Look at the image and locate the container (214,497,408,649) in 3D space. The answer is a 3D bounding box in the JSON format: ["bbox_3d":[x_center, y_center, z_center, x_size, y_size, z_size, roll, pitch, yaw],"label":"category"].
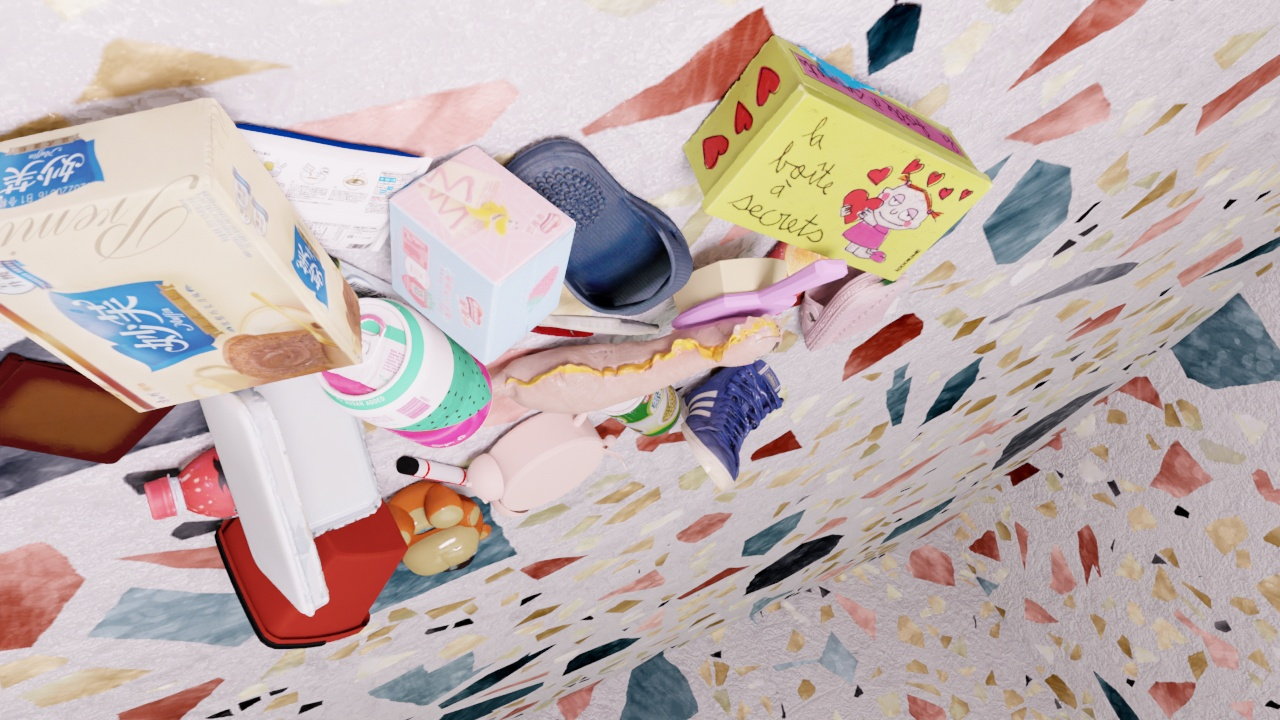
[{"bbox_3d":[-0.324,0.203,0.871,0.201,0.148,0.126,-49,151,20],"label":"container"}]

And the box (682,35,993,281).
[{"bbox_3d":[0.155,-0.151,0.723,0.220,0.082,0.125,12,135,-38],"label":"box"}]

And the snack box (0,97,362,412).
[{"bbox_3d":[-0.267,-0.046,0.524,0.153,0.055,0.208,-13,154,-2],"label":"snack box"}]

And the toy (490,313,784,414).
[{"bbox_3d":[-0.005,0.005,0.843,0.265,0.065,0.195,-14,176,29],"label":"toy"}]

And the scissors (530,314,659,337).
[{"bbox_3d":[-0.076,-0.031,0.790,0.179,0.015,0.196,2,177,10],"label":"scissors"}]

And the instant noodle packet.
[{"bbox_3d":[-0.203,-0.101,0.561,0.134,0.026,0.087,-1,144,-45],"label":"instant noodle packet"}]

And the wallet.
[{"bbox_3d":[-0.398,0.036,0.633,0.092,0.018,0.115,-37,150,19],"label":"wallet"}]

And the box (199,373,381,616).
[{"bbox_3d":[-0.258,0.087,0.689,0.129,0.105,0.211,-25,132,-23],"label":"box"}]

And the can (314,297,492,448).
[{"bbox_3d":[-0.179,0.013,0.708,0.088,0.088,0.166,-30,162,1],"label":"can"}]

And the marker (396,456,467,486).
[{"bbox_3d":[-0.209,0.122,0.988,0.019,0.019,0.145,-35,155,13],"label":"marker"}]

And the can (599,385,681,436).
[{"bbox_3d":[-0.005,0.039,0.986,0.067,0.067,0.121,-33,155,9],"label":"can"}]

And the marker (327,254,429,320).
[{"bbox_3d":[-0.198,-0.055,0.665,0.017,0.017,0.146,-35,155,12],"label":"marker"}]

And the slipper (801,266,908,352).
[{"bbox_3d":[0.230,-0.070,1.032,0.094,0.064,0.239,-22,168,-6],"label":"slipper"}]

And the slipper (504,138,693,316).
[{"bbox_3d":[-0.022,-0.079,0.729,0.101,0.082,0.263,-32,155,12],"label":"slipper"}]

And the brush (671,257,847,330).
[{"bbox_3d":[0.104,-0.068,0.814,0.089,0.043,0.229,-3,172,-24],"label":"brush"}]

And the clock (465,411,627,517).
[{"bbox_3d":[-0.103,0.120,1.019,0.160,0.086,0.131,-26,155,-1],"label":"clock"}]

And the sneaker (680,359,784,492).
[{"bbox_3d":[0.115,0.063,1.046,0.118,0.091,0.233,-35,-172,5],"label":"sneaker"}]

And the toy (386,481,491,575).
[{"bbox_3d":[-0.227,0.188,1.023,0.112,0.096,0.176,-25,166,-3],"label":"toy"}]

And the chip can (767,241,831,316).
[{"bbox_3d":[0.182,-0.128,0.883,0.051,0.051,0.215,-3,145,-43],"label":"chip can"}]

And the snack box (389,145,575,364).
[{"bbox_3d":[-0.107,-0.070,0.616,0.079,0.095,0.093,-43,165,-32],"label":"snack box"}]

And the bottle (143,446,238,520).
[{"bbox_3d":[-0.333,0.097,0.761,0.137,0.062,0.062,-15,152,-30],"label":"bottle"}]
